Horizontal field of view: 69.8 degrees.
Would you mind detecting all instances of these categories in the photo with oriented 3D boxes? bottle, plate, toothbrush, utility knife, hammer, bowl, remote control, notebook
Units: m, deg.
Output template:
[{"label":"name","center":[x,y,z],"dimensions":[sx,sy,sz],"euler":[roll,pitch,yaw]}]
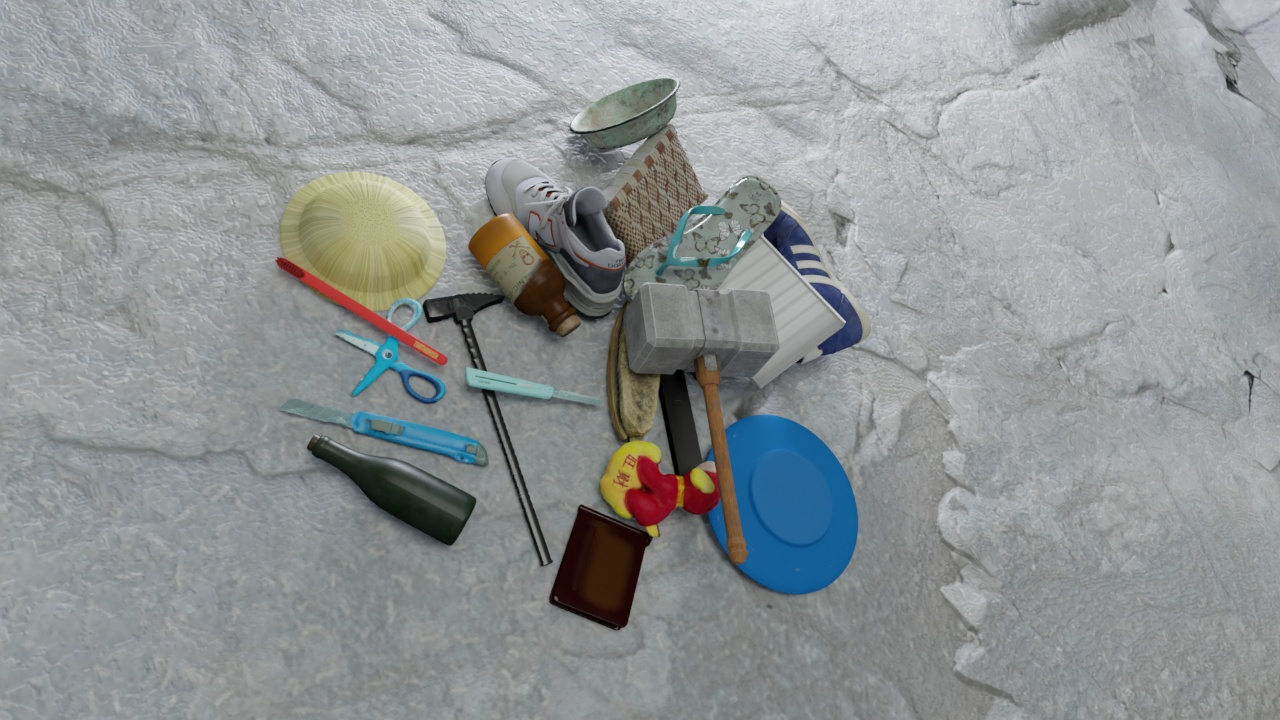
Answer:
[{"label":"bottle","center":[-0.130,-0.094,1.080],"dimensions":[0.067,0.068,0.157],"euler":[-36,84,-34]},{"label":"plate","center":[0.179,0.167,1.111],"dimensions":[0.224,0.024,0.224],"euler":[12,61,-23]},{"label":"toothbrush","center":[-0.302,-0.054,0.996],"dimensions":[0.212,0.018,0.012],"euler":[32,83,-4]},{"label":"utility knife","center":[-0.120,0.033,1.040],"dimensions":[0.166,0.015,0.022],"euler":[13,60,-25]},{"label":"hammer","center":[-0.150,0.070,1.022],"dimensions":[0.094,0.015,0.324],"euler":[-12,72,-30]},{"label":"bowl","center":[-0.015,-0.323,1.218],"dimensions":[0.157,0.158,0.038],"euler":[-47,127,-34]},{"label":"bottle","center":[-0.253,0.123,0.924],"dimensions":[0.174,0.055,0.055],"euler":[30,57,-7]},{"label":"utility knife","center":[-0.265,0.074,0.967],"dimensions":[0.221,0.015,0.031],"euler":[15,56,-16]},{"label":"remote control","center":[0.049,0.081,1.108],"dimensions":[0.034,0.013,0.150],"euler":[-1,67,-25]},{"label":"hammer","center":[0.084,0.070,1.020],"dimensions":[0.162,0.083,0.317],"euler":[2,62,-19]},{"label":"notebook","center":[0.138,-0.082,1.168],"dimensions":[0.142,0.009,0.209],"euler":[-36,71,-14]},{"label":"plate","center":[-0.309,-0.147,1.041],"dimensions":[0.184,0.036,0.184],"euler":[10,62,-20]}]

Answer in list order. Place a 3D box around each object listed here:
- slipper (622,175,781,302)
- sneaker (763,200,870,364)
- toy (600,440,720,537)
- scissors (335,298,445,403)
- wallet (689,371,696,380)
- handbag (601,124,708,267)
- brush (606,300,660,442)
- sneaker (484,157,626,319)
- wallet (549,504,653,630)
[{"label":"slipper","center":[0.091,-0.149,1.148],"dimensions":[0.268,0.055,0.098],"euler":[-40,83,-26]},{"label":"sneaker","center":[0.190,-0.097,1.227],"dimensions":[0.118,0.092,0.233],"euler":[-29,79,-22]},{"label":"toy","center":[0.023,0.146,1.034],"dimensions":[0.137,0.067,0.105],"euler":[9,75,-6]},{"label":"scissors","center":[-0.266,-0.005,1.006],"dimensions":[0.139,0.011,0.133],"euler":[38,56,-6]},{"label":"wallet","center":[0.076,-0.040,1.174],"dimensions":[0.099,0.031,0.120],"euler":[-28,74,-32]},{"label":"handbag","center":[0.013,-0.207,1.190],"dimensions":[0.185,0.047,0.124],"euler":[-55,130,-35]},{"label":"brush","center":[-0.006,0.006,1.101],"dimensions":[0.059,0.043,0.195],"euler":[12,60,-19]},{"label":"sneaker","center":[-0.090,-0.174,1.103],"dimensions":[0.088,0.125,0.239],"euler":[-33,82,-34]},{"label":"wallet","center":[-0.041,0.224,0.996],"dimensions":[0.091,0.018,0.115],"euler":[25,56,-11]}]
